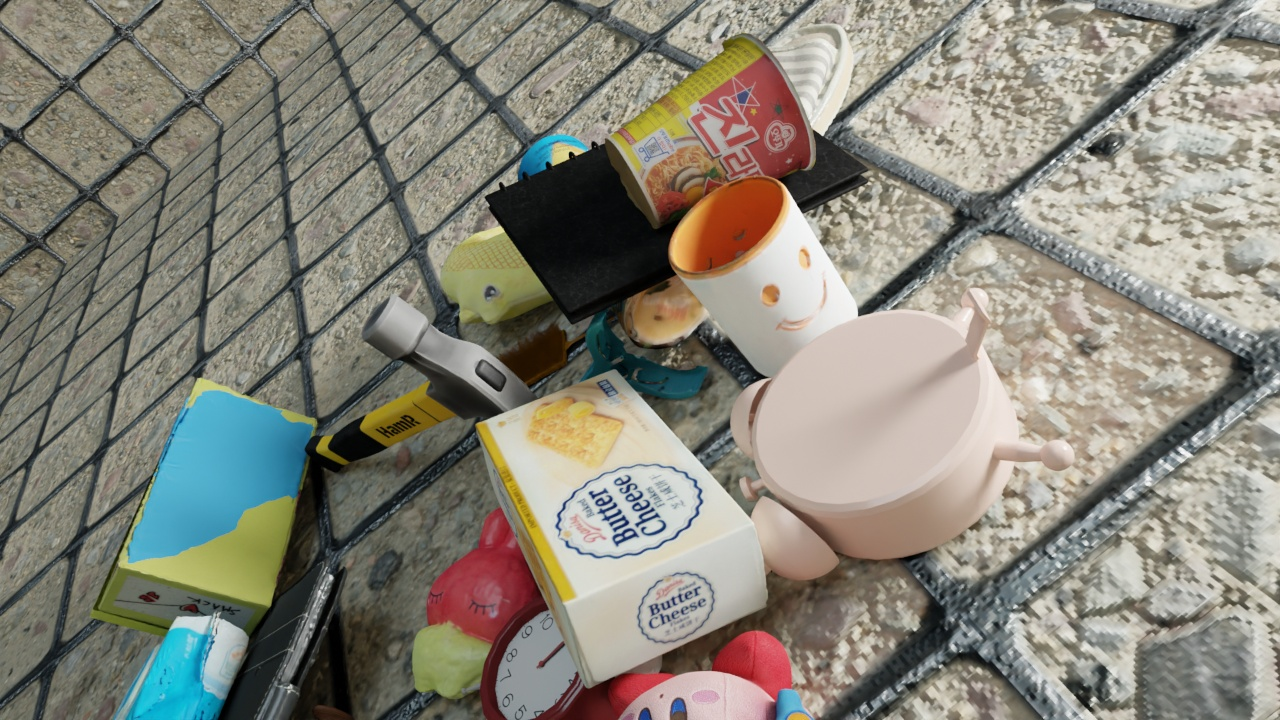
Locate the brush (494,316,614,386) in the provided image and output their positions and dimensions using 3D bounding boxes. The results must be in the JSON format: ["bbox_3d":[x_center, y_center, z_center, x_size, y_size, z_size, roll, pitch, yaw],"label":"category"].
[{"bbox_3d":[-0.082,-0.007,0.762,0.127,0.017,0.048,-29,37,18],"label":"brush"}]

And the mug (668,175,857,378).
[{"bbox_3d":[0.079,-0.051,0.579,0.082,0.105,0.082,-25,39,22],"label":"mug"}]

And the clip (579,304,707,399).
[{"bbox_3d":[-0.001,0.005,0.645,0.119,0.120,0.033,16,60,13],"label":"clip"}]

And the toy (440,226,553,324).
[{"bbox_3d":[-0.111,-0.087,0.838,0.171,0.065,0.154,0,41,34],"label":"toy"}]

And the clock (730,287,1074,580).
[{"bbox_3d":[0.119,0.032,0.482,0.161,0.086,0.130,-33,36,23],"label":"clock"}]

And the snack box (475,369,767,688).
[{"bbox_3d":[-0.022,0.083,0.532,0.104,0.057,0.208,-21,27,-13],"label":"snack box"}]

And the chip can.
[{"bbox_3d":[-0.026,-0.100,0.726,0.080,0.080,0.229,-40,45,3],"label":"chip can"}]

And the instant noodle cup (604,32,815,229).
[{"bbox_3d":[0.042,-0.142,0.604,0.112,0.100,0.100,-31,35,-4],"label":"instant noodle cup"}]

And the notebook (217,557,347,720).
[{"bbox_3d":[-0.270,0.248,0.628,0.170,0.029,0.208,-33,35,48],"label":"notebook"}]

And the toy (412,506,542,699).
[{"bbox_3d":[-0.101,0.152,0.590,0.092,0.045,0.135,2,57,41],"label":"toy"}]

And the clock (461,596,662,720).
[{"bbox_3d":[-0.038,0.169,0.515,0.124,0.044,0.087,-45,35,-1],"label":"clock"}]

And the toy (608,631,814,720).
[{"bbox_3d":[0.039,0.194,0.403,0.124,0.097,0.131,-21,22,18],"label":"toy"}]

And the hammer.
[{"bbox_3d":[-0.192,0.052,0.730,0.326,0.170,0.034,-22,38,49],"label":"hammer"}]

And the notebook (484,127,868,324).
[{"bbox_3d":[0.018,-0.126,0.666,0.231,0.019,0.169,-27,46,-12],"label":"notebook"}]

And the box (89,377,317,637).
[{"bbox_3d":[-0.364,0.127,0.791,0.079,0.124,0.220,-51,30,28],"label":"box"}]

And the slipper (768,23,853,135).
[{"bbox_3d":[0.094,-0.188,0.758,0.115,0.054,0.272,6,59,39],"label":"slipper"}]

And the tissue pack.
[{"bbox_3d":[-0.346,0.252,0.674,0.145,0.061,0.092,-46,25,33],"label":"tissue pack"}]

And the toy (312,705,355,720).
[{"bbox_3d":[-0.219,0.275,0.579,0.055,0.041,0.101,-12,49,17],"label":"toy"}]
